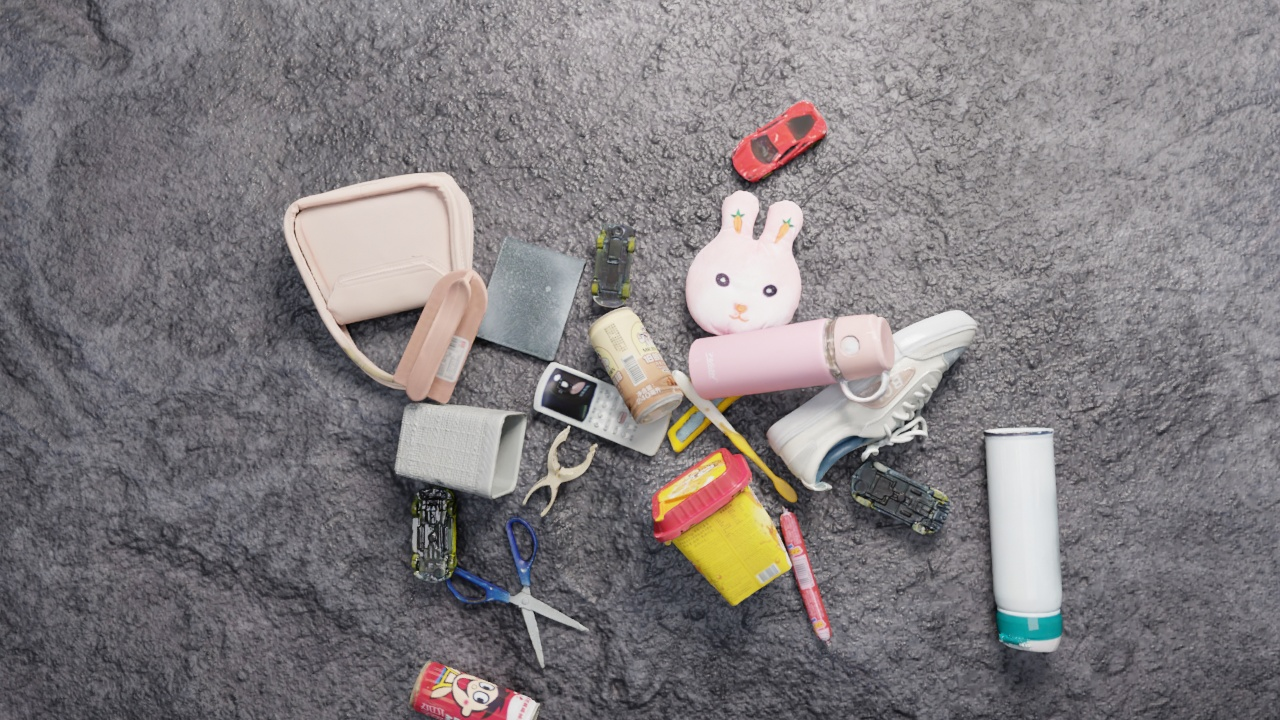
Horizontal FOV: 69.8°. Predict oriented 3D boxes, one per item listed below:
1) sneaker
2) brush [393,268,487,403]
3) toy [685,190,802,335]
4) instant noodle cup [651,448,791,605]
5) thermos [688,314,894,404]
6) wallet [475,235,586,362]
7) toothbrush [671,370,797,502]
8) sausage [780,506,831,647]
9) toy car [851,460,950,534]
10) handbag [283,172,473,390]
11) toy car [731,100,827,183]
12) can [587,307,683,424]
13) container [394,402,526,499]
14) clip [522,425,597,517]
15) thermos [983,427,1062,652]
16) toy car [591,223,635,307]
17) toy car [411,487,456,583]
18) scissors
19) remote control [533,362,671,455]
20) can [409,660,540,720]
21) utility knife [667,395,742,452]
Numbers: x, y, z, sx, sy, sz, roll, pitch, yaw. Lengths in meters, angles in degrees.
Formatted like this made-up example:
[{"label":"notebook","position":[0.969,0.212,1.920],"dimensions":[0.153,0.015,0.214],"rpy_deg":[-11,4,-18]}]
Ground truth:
[{"label":"sneaker","position":[0.250,0.045,0.934],"dimensions":[0.242,0.089,0.090],"rpy_deg":[-36,65,8]},{"label":"brush","position":[-0.203,-0.028,0.955],"dimensions":[0.063,0.073,0.146],"rpy_deg":[26,106,-5]},{"label":"toy","position":[0.114,-0.101,0.977],"dimensions":[0.121,0.054,0.159],"rpy_deg":[12,86,7]},{"label":"instant noodle cup","position":[0.087,0.174,0.950],"dimensions":[0.116,0.116,0.123],"rpy_deg":[-36,97,5]},{"label":"thermos","position":[0.151,0.007,0.919],"dimensions":[0.199,0.067,0.087],"rpy_deg":[-7,86,28]},{"label":"wallet","position":[-0.123,-0.068,1.020],"dimensions":[0.097,0.019,0.121],"rpy_deg":[19,93,6]},{"label":"toothbrush","position":[0.101,0.080,0.982],"dimensions":[0.016,0.018,0.191],"rpy_deg":[-44,90,7]},{"label":"sausage","position":[0.176,0.231,0.979],"dimensions":[0.020,0.020,0.156],"rpy_deg":[-17,87,6]},{"label":"toy car","position":[0.271,0.143,0.963],"dimensions":[0.105,0.031,0.049],"rpy_deg":[26,91,5]},{"label":"handbag","position":[-0.270,-0.080,1.012],"dimensions":[0.193,0.093,0.234],"rpy_deg":[-12,96,6]},{"label":"toy car","position":[0.148,-0.234,0.986],"dimensions":[0.106,0.031,0.049],"rpy_deg":[-32,85,7]},{"label":"can","position":[-0.006,0.006,0.974],"dimensions":[0.058,0.058,0.116],"rpy_deg":[-31,73,5]},{"label":"container","position":[-0.194,0.092,0.990],"dimensions":[0.114,0.090,0.090],"rpy_deg":[9,89,10]},{"label":"clip","position":[-0.077,0.128,1.002],"dimensions":[0.084,0.034,0.104],"rpy_deg":[16,99,-1]},{"label":"thermos","position":[0.392,0.182,0.934],"dimensions":[0.073,0.073,0.224],"rpy_deg":[-3,89,6]},{"label":"toy car","position":[-0.028,-0.102,1.000],"dimensions":[0.042,0.035,0.090],"rpy_deg":[7,90,8]},{"label":"toy car","position":[-0.227,0.193,1.017],"dimensions":[0.048,0.032,0.105],"rpy_deg":[-1,86,6]},{"label":"scissors","position":[-0.138,0.255,1.017],"dimensions":[0.175,0.012,0.162],"rpy_deg":[6,89,6]},{"label":"remote control","position":[-0.042,0.053,1.006],"dimensions":[0.150,0.021,0.058],"rpy_deg":[21,91,6]},{"label":"can","position":[-0.179,0.375,0.999],"dimensions":[0.133,0.053,0.053],"rpy_deg":[18,91,7]},{"label":"utility knife","position":[0.088,0.041,0.994],"dimensions":[0.154,0.015,0.033],"rpy_deg":[-45,83,4]}]
